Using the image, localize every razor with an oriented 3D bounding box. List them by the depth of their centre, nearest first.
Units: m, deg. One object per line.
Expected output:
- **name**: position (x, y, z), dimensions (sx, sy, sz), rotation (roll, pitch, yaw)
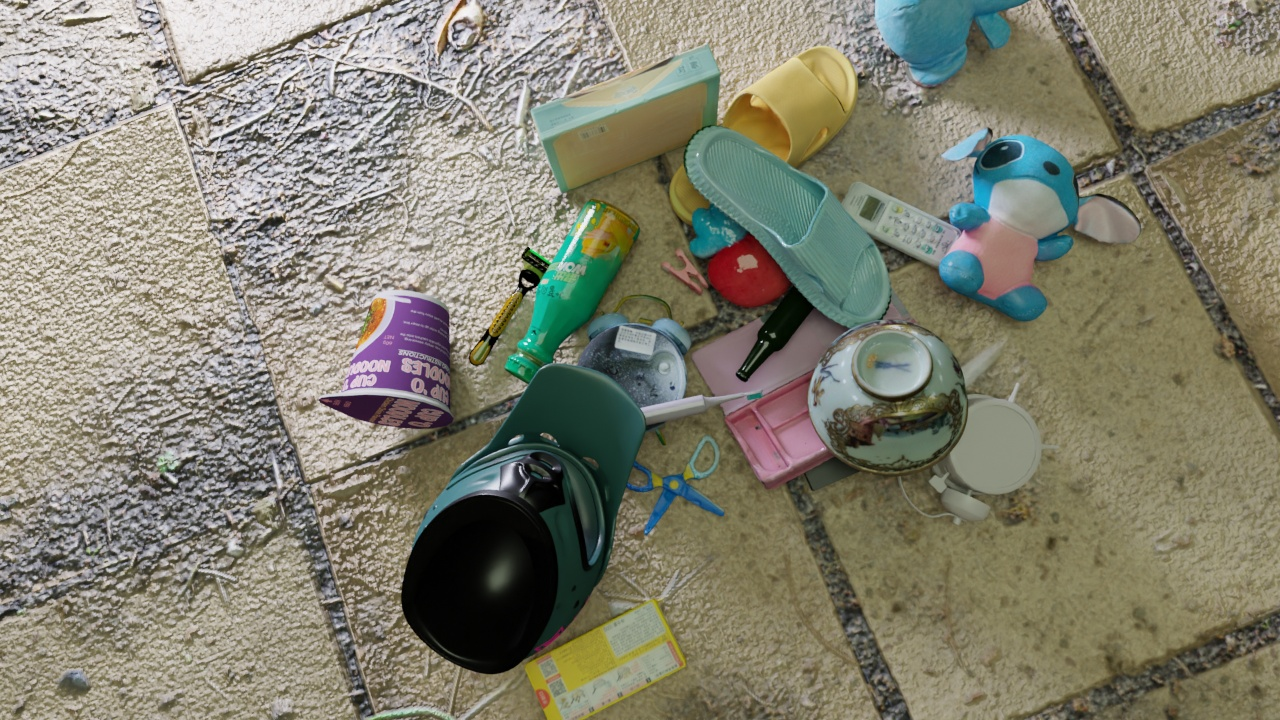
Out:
- **razor**: position (-0.147, -0.056, 1.016), dimensions (0.044, 0.021, 0.144), rotation (34, 82, -10)

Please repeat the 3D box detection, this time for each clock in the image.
- **clock**: position (0.335, 0.098, 0.941), dimensions (0.159, 0.061, 0.120), rotation (-32, 90, -4)
- **clock**: position (-0.006, 0.006, 0.978), dimensions (0.118, 0.060, 0.162), rotation (11, 80, 5)

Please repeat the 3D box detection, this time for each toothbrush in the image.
- **toothbrush**: position (0.032, 0.051, 0.930), dimensions (0.188, 0.018, 0.019), rotation (-12, 87, 0)

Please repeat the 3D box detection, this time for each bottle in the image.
- **bottle**: position (0.142, -0.028, 0.971), dimensions (0.033, 0.033, 0.122), rotation (37, 77, 9)
- **bottle**: position (-0.078, -0.071, 0.992), dimensions (0.068, 0.068, 0.209), rotation (28, 83, 7)

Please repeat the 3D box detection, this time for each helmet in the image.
- **helmet**: position (-0.107, 0.150, 0.872), dimensions (0.176, 0.199, 0.275), rotation (29, 121, 5)

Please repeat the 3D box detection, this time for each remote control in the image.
- **remote control**: position (0.232, 0.087, 0.974), dimensions (0.133, 0.013, 0.058), rotation (-22, 79, -1)
- **remote control**: position (0.283, -0.148, 1.009), dimensions (0.133, 0.022, 0.050), rotation (28, 83, 8)

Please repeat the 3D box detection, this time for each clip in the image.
- **clip**: position (0.053, -0.102, 1.016), dimensions (0.060, 0.023, 0.045), rotation (20, 83, 12)

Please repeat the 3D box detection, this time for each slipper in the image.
- **slipper**: position (0.163, -0.147, 0.944), dimensions (0.276, 0.070, 0.115), rotation (40, 62, -6)
- **slipper**: position (0.139, -0.250, 1.008), dimensions (0.263, 0.078, 0.099), rotation (-43, 81, -3)

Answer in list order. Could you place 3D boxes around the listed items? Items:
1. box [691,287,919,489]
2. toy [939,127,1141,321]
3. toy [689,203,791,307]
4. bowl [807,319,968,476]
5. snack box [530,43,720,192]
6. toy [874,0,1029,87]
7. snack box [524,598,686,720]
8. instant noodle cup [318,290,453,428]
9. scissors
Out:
- **box**: position (0.193, 0.013, 0.980), dimensions (0.232, 0.040, 0.179), rotation (-27, 63, -1)
- **toy**: position (0.403, -0.139, 0.968), dimensions (0.224, 0.099, 0.191), rotation (23, 85, -12)
- **toy**: position (0.108, -0.116, 0.989), dimensions (0.092, 0.062, 0.133), rotation (-37, 91, -7)
- **bowl**: position (0.241, 0.022, 0.890), dimensions (0.160, 0.094, 0.159), rotation (-5, 63, 9)
- **snack box**: position (-0.011, -0.254, 0.983), dimensions (0.193, 0.141, 0.044), rotation (-22, 79, -1)
- **toy**: position (0.349, -0.408, 1.012), dimensions (0.181, 0.114, 0.183), rotation (-14, 102, 18)
- **snack box**: position (-0.036, 0.312, 0.942), dimensions (0.152, 0.025, 0.075), rotation (-27, 80, -2)
- **instant noodle cup**: position (-0.259, -0.004, 0.970), dimensions (0.136, 0.122, 0.121), rotation (12, 69, -22)
- **scissors**: position (0.036, 0.130, 0.979), dimensions (0.125, 0.013, 0.126), rotation (31, 85, 9)
